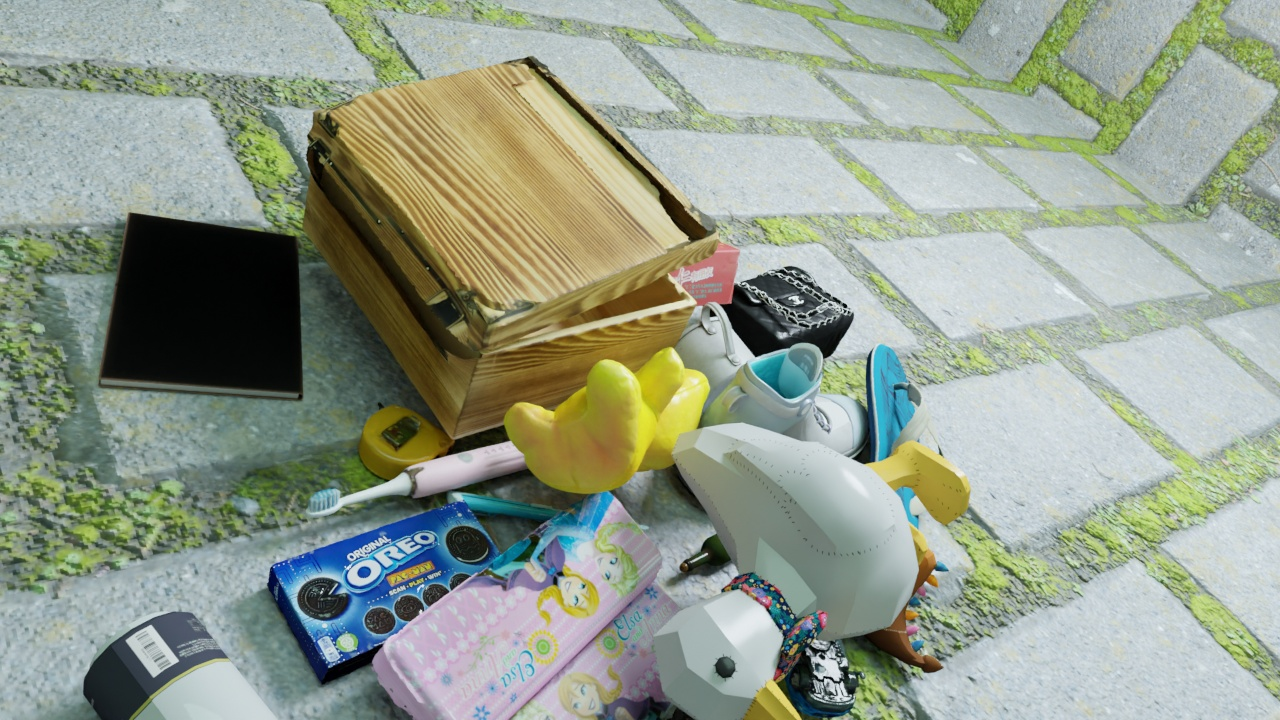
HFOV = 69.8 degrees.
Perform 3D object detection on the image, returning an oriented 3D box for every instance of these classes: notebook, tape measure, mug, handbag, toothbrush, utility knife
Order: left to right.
[{"bbox_3d":[-0.358,-0.049,0.765,0.141,0.008,0.209,6,41,-27],"label":"notebook"},{"bbox_3d":[-0.189,0.064,0.716,0.068,0.030,0.058,33,34,9],"label":"tape measure"},{"bbox_3d":[-0.150,0.087,0.699,0.027,0.027,0.222,30,26,35],"label":"toothbrush"},{"bbox_3d":[-0.071,0.123,0.733,0.168,0.015,0.022,12,7,-22],"label":"utility knife"},{"bbox_3d":[0.073,0.000,0.891,0.084,0.113,0.070,-21,58,-25],"label":"mug"},{"bbox_3d":[0.156,-0.061,1.017,0.153,0.115,0.125,-22,56,-41],"label":"handbag"}]

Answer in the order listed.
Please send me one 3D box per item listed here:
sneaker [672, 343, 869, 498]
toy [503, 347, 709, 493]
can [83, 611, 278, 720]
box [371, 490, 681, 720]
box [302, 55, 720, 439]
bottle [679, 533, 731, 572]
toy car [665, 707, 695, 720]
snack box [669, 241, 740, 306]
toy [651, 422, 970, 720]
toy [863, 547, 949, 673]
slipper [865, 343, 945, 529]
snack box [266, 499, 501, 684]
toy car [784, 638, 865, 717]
[{"bbox_3d":[0.152,0.042,0.849,0.256,0.161,0.093,-12,52,-39],"label":"sneaker"},{"bbox_3d":[-0.011,0.051,0.720,0.087,0.135,0.193,64,15,10],"label":"toy"},{"bbox_3d":[-0.236,0.198,0.491,0.127,0.064,0.064,41,38,18],"label":"can"},{"bbox_3d":[-0.047,0.196,0.619,0.159,0.035,0.229,49,38,8],"label":"box"},{"bbox_3d":[-0.124,-0.108,0.779,0.246,0.176,0.279,-17,56,-39],"label":"box"},{"bbox_3d":[0.070,0.156,0.769,0.105,0.025,0.025,-15,53,-43],"label":"bottle"},{"bbox_3d":[0.027,0.268,0.587,0.047,0.047,0.111,37,40,-2],"label":"toy car"},{"bbox_3d":[-0.018,-0.118,0.954,0.113,0.060,0.236,-8,26,-39],"label":"snack box"},{"bbox_3d":[0.105,0.140,0.648,0.266,0.141,0.246,-18,56,-30],"label":"toy"},{"bbox_3d":[0.222,0.201,0.758,0.103,0.090,0.070,41,7,17],"label":"toy"},{"bbox_3d":[0.267,0.093,0.905,0.118,0.060,0.294,58,31,-29],"label":"slipper"},{"bbox_3d":[-0.165,0.151,0.625,0.149,0.027,0.082,-15,55,-45],"label":"snack box"},{"bbox_3d":[0.130,0.221,0.711,0.056,0.044,0.120,13,35,-19],"label":"toy car"}]
